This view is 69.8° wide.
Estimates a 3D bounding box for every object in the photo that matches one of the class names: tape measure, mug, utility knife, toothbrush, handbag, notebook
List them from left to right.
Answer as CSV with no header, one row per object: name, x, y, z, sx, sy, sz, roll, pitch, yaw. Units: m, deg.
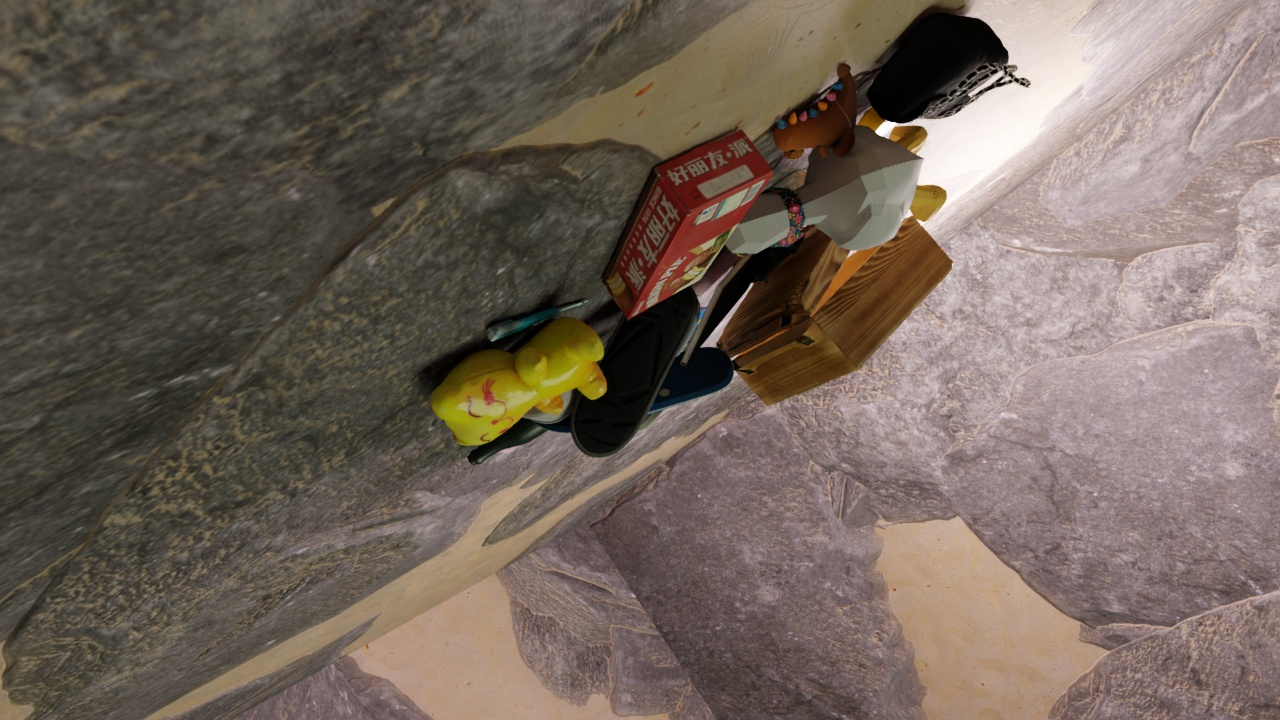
utility knife,-0.109,-0.051,1.023,0.022,0.015,0.168,-36,174,39
mug,-0.120,0.022,1.155,0.113,0.084,0.070,-64,166,-1
toothbrush,0.097,-0.119,1.309,0.223,0.026,0.027,-44,-151,41
notebook,0.124,-0.096,1.226,0.208,0.008,0.142,-48,167,-45
tape measure,0.293,-0.296,1.123,0.058,0.030,0.068,-31,166,-22
handbag,0.336,-0.302,1.011,0.125,0.114,0.153,-42,171,38

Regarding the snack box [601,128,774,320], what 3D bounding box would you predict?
snack box,0.042,-0.137,0.975,0.113,0.060,0.237,-30,168,-25

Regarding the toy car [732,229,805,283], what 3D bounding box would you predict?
toy car,0.185,-0.160,1.324,0.120,0.056,0.043,-43,-151,35

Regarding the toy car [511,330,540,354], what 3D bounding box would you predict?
toy car,-0.126,0.000,1.093,0.112,0.047,0.047,-38,172,14

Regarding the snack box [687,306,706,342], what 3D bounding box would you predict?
snack box,0.050,-0.038,1.517,0.149,0.027,0.082,-27,165,-41

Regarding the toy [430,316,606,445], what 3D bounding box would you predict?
toy,-0.135,0.017,1.013,0.193,0.087,0.134,-26,154,-6

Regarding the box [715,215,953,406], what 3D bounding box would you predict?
box,0.250,-0.081,1.319,0.246,0.176,0.280,-45,-176,-22

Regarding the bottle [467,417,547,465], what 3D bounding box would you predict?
bottle,-0.180,0.100,1.351,0.174,0.055,0.055,-34,169,3

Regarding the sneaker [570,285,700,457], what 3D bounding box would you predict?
sneaker,-0.007,0.007,1.221,0.256,0.093,0.160,-62,178,1

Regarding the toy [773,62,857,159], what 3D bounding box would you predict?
toy,0.182,-0.258,0.953,0.090,0.070,0.103,-20,143,-11

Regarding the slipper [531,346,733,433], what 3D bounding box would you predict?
slipper,-0.012,0.053,1.277,0.295,0.118,0.060,-13,132,5

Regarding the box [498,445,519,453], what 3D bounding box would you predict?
box,-0.128,0.075,1.457,0.230,0.035,0.159,-34,170,2

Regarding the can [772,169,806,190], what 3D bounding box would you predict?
can,0.193,-0.204,1.189,0.086,0.043,0.086,-33,169,-8

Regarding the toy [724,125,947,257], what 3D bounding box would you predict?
toy,0.221,-0.189,1.053,0.267,0.141,0.247,-19,-179,-16
